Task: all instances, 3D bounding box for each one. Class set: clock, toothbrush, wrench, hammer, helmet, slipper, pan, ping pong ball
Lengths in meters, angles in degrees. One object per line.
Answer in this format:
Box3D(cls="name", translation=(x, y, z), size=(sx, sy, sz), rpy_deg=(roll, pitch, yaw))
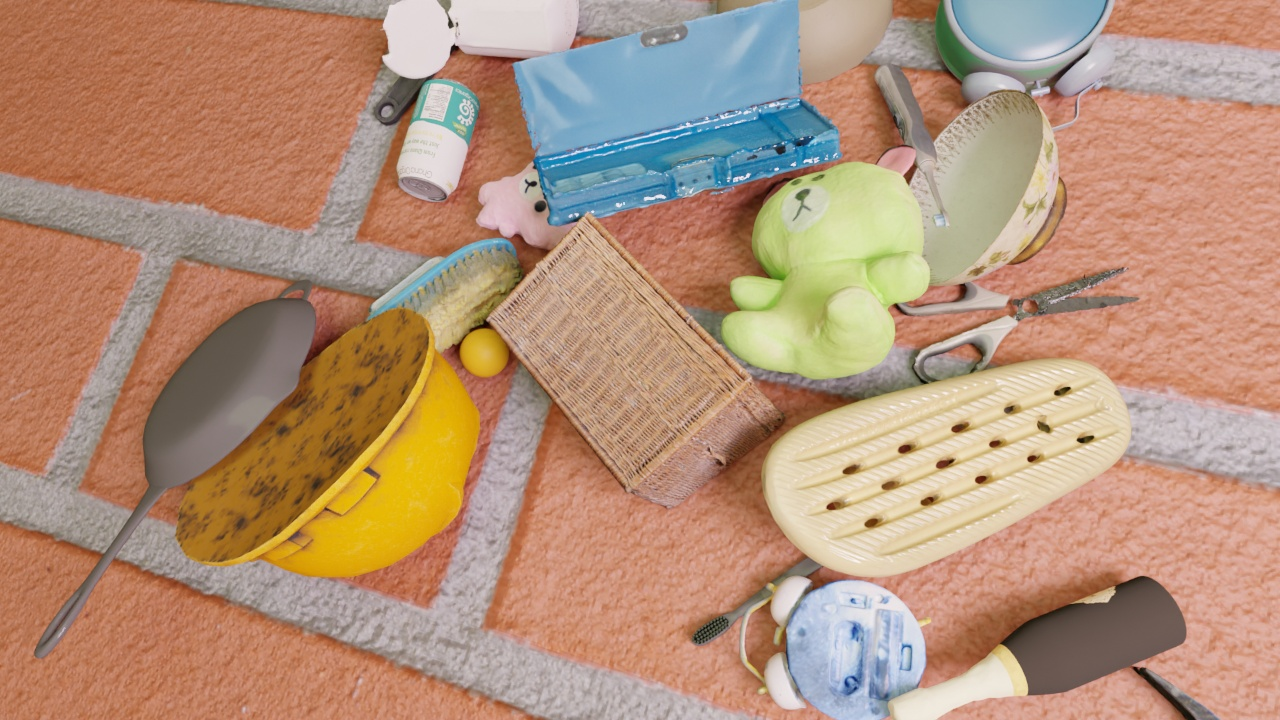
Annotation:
Box3D(cls="clock", translation=(0.128, 0.191, 0.613), size=(0.125, 0.052, 0.088), rpy_deg=(5, 74, 17))
Box3D(cls="toothbrush", translation=(0.107, 0.155, 0.653), size=(0.167, 0.013, 0.013), rpy_deg=(-33, 67, 0))
Box3D(cls="wrench", translation=(-0.166, -0.336, 0.885), size=(0.073, 0.018, 0.273), rpy_deg=(37, 87, 14))
Box3D(cls="toothbrush", translation=(0.209, -0.164, 0.693), size=(0.024, 0.022, 0.185), rpy_deg=(-10, 51, 7))
Box3D(cls="hammer", translation=(0.205, 0.272, 0.577), size=(0.331, 0.033, 0.132), rpy_deg=(-10, 72, 13))
Box3D(cls="clock", translation=(0.296, -0.251, 0.705), size=(0.122, 0.075, 0.161), rpy_deg=(-10, 82, 11))
Box3D(cls="helmet", translation=(-0.210, 0.086, 0.694), size=(0.256, 0.131, 0.204), rpy_deg=(-25, 37, 28))
Box3D(cls="slipper", translation=(0.204, 0.073, 0.621), size=(0.261, 0.079, 0.111), rpy_deg=(-17, 70, -11))
Box3D(cls="pan", translation=(-0.375, 0.067, 0.740), size=(0.217, 0.024, 0.353), rpy_deg=(-1, 54, 41))
Box3D(cls="ping pong ball", translation=(-0.128, -0.006, 0.754), size=(0.040, 0.040, 0.040), rpy_deg=(-5, 71, 14))

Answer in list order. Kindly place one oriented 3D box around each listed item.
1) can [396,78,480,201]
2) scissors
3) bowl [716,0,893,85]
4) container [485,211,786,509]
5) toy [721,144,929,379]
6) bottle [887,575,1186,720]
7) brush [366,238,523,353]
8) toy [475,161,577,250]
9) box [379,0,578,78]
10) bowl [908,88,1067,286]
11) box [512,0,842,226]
Box3D(cls="can", translation=(-0.182, -0.198, 0.825), size=(0.055, 0.055, 0.101), rpy_deg=(8, 74, 17))
Box3D(cls="scissors", translation=(0.267, -0.028, 0.668), size=(0.165, 0.012, 0.150), rpy_deg=(22, 80, 20))
Box3D(cls="bowl", translation=(0.136, -0.312, 0.777), size=(0.152, 0.050, 0.152), rpy_deg=(-5, 71, 14))
Box3D(cls="container", translation=(-0.004, 0.004, 0.678), size=(0.113, 0.113, 0.198), rpy_deg=(-43, 65, 3))
Box3D(cls="toy", translation=(0.138, -0.066, 0.658), size=(0.150, 0.107, 0.196), rpy_deg=(-13, 34, 40))
Box3D(cls="bottle", translation=(0.240, 0.186, 0.566), size=(0.184, 0.045, 0.045), rpy_deg=(-20, 68, -5))
Box3D(cls="brush", translation=(-0.164, -0.059, 0.777), size=(0.136, 0.055, 0.075), rpy_deg=(-37, 45, 1))
Box3D(cls="toy", translation=(-0.091, -0.132, 0.777), size=(0.096, 0.053, 0.099), rpy_deg=(-1, 67, -1))
Box3D(cls="box", translation=(-0.139, -0.297, 0.809), size=(0.147, 0.084, 0.136), rpy_deg=(7, 46, 12))
Box3D(cls="bowl", translation=(0.253, -0.112, 0.656), size=(0.063, 0.145, 0.145), rpy_deg=(19, 75, -18))
Box3D(cls="box", translation=(0.028, -0.191, 0.696), size=(0.231, 0.112, 0.094), rpy_deg=(-14, 37, -3))
